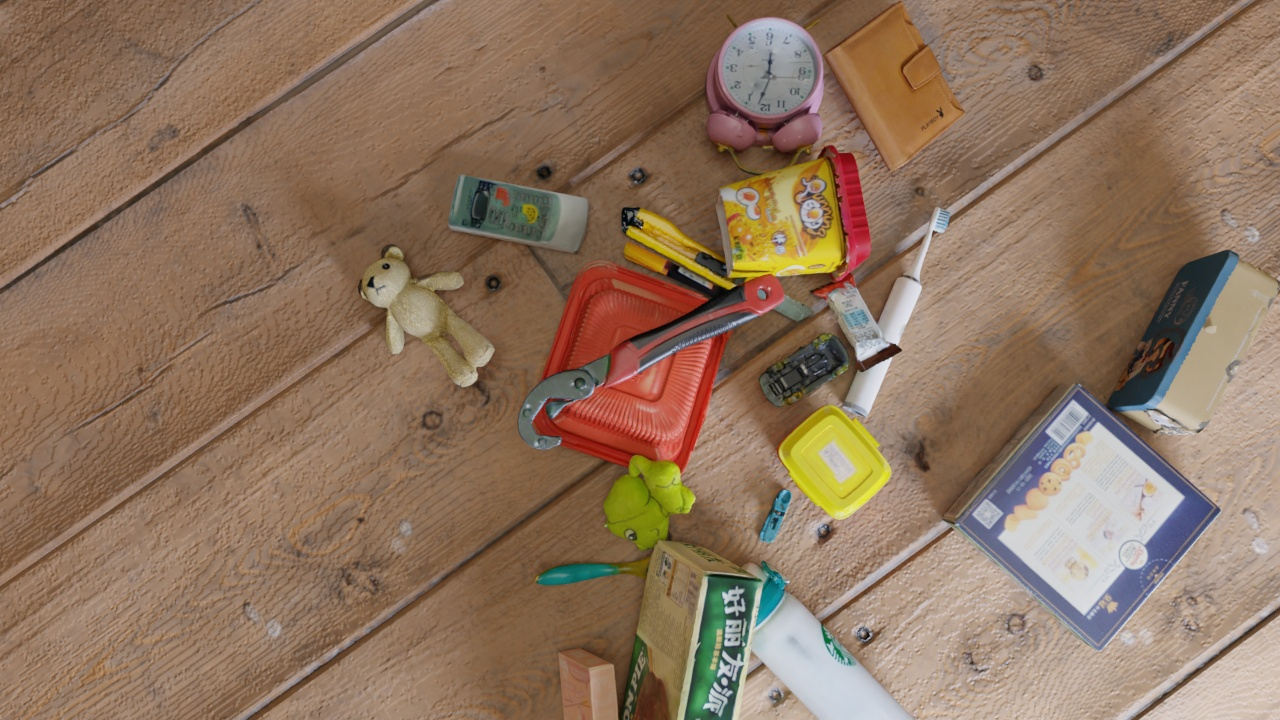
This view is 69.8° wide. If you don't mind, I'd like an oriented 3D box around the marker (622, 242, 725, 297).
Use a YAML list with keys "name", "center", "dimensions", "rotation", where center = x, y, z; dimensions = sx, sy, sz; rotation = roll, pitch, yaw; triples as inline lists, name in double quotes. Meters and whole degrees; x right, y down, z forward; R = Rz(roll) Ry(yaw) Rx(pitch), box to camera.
- name: "marker"
  center: [0.039, -0.084, 0.906]
  dimensions: [0.124, 0.018, 0.015]
  rotation: [26, 126, 1]

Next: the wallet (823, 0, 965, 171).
- name: "wallet"
  center: [0.247, -0.266, 0.890]
  dimensions: [0.107, 0.031, 0.132]
  rotation: [-38, 104, -19]

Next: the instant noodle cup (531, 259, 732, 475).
- name: "instant noodle cup"
  center: [-0.005, 0.005, 0.869]
  dimensions: [0.164, 0.079, 0.188]
  rotation: [18, 81, -3]

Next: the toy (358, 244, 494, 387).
- name: "toy"
  center: [-0.206, -0.040, 0.878]
  dimensions: [0.157, 0.066, 0.105]
  rotation: [43, 104, 10]

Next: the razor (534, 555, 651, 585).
- name: "razor"
  center: [-0.035, 0.204, 0.879]
  dimensions: [0.132, 0.028, 0.043]
  rotation: [-3, 99, -6]

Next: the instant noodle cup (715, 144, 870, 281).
- name: "instant noodle cup"
  center: [0.139, -0.128, 0.860]
  dimensions: [0.123, 0.116, 0.116]
  rotation: [-10, 86, 1]

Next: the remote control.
- name: "remote control"
  center: [-0.120, -0.145, 0.908]
  dimensions: [0.135, 0.019, 0.056]
  rotation: [12, 86, 1]

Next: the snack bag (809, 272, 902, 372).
- name: "snack bag"
  center: [0.206, -0.039, 0.885]
  dimensions: [0.048, 0.026, 0.104]
  rotation: [-27, 67, -3]

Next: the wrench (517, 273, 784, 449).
- name: "wrench"
  center: [0.009, -0.006, 0.823]
  dimensions: [0.273, 0.016, 0.056]
  rotation: [-30, 86, -8]

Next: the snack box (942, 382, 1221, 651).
- name: "snack box"
  center: [0.418, 0.146, 0.875]
  dimensions: [0.182, 0.046, 0.178]
  rotation: [43, 87, 3]

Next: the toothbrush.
- name: "toothbrush"
  center: [0.252, -0.050, 0.899]
  dimensions: [0.026, 0.027, 0.221]
  rotation: [23, 86, 8]

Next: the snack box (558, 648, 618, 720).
- name: "snack box"
  center: [-0.044, 0.351, 0.841]
  dimensions: [0.026, 0.085, 0.157]
  rotation: [-3, 85, -24]

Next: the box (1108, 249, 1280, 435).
- name: "box"
  center: [0.523, -0.020, 0.866]
  dimensions: [0.060, 0.090, 0.184]
  rotation: [28, 84, 3]

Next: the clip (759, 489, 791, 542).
- name: "clip"
  center: [0.131, 0.150, 0.888]
  dimensions: [0.014, 0.041, 0.056]
  rotation: [26, 80, 1]

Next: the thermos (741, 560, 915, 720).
- name: "thermos"
  center: [0.165, 0.284, 0.855]
  dimensions: [0.073, 0.073, 0.224]
  rotation: [-44, 87, -3]

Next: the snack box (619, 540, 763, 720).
- name: "snack box"
  center: [0.037, 0.292, 0.818]
  dimensions: [0.063, 0.114, 0.240]
  rotation: [10, 89, -21]

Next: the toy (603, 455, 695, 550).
- name: "toy"
  center: [0.004, 0.134, 0.868]
  dimensions: [0.100, 0.031, 0.097]
  rotation: [-22, 105, 27]

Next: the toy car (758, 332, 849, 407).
- name: "toy car"
  center: [0.158, 0.010, 0.889]
  dimensions: [0.091, 0.036, 0.043]
  rotation: [-31, 85, -2]

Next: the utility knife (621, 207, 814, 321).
- name: "utility knife"
  center: [0.074, -0.095, 0.907]
  dimensions: [0.217, 0.015, 0.033]
  rotation: [29, 89, 2]

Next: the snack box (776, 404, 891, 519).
- name: "snack box"
  center: [0.177, 0.093, 0.862]
  dimensions: [0.082, 0.080, 0.091]
  rotation: [-41, 87, -2]

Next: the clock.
- name: "clock"
  center: [0.122, -0.257, 0.896]
  dimensions: [0.117, 0.060, 0.158]
  rotation: [3, 87, 1]
